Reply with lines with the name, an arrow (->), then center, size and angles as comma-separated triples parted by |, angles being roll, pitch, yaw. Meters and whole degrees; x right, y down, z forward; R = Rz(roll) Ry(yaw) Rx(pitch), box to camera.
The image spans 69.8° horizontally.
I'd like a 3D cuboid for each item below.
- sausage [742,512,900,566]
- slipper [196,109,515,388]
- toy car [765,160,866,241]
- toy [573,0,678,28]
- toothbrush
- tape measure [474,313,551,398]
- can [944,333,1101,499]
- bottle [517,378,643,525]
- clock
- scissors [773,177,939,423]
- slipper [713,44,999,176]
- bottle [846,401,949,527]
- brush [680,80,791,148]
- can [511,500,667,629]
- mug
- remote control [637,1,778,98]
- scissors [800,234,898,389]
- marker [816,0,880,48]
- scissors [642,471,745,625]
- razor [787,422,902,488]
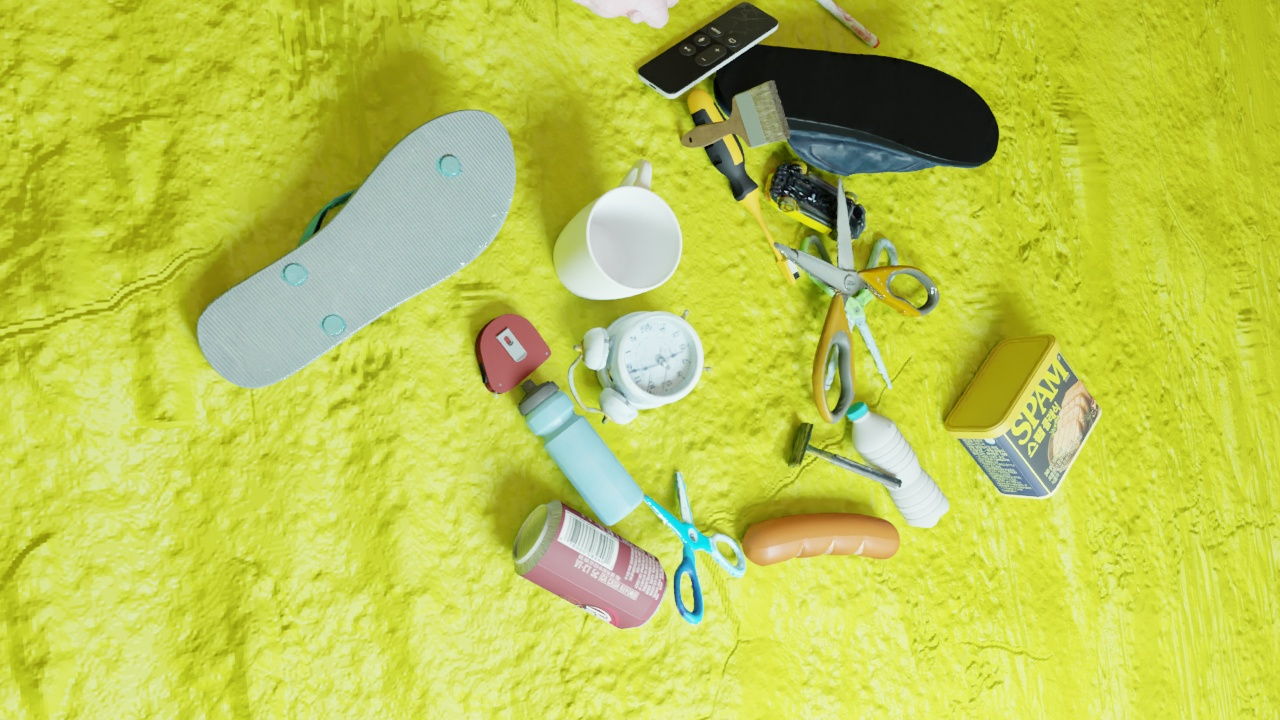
sausage -> 0.164, 0.160, 0.827 | 0.164, 0.039, 0.044 | 3, 81, -26
slipper -> -0.197, -0.078, 0.675 | 0.268, 0.055, 0.098 | -43, 107, -11
toy car -> 0.165, -0.146, 0.860 | 0.107, 0.030, 0.049 | 26, 67, -15
toy -> -0.010, -0.327, 0.782 | 0.093, 0.050, 0.102 | 33, 69, -17
toothbrush -> 0.094, -0.154, 0.830 | 0.030, 0.031, 0.197 | -35, 104, -21
tape measure -> -0.106, -0.007, 0.722 | 0.058, 0.019, 0.051 | -42, 103, -23
can -> 0.390, 0.058, 0.928 | 0.104, 0.075, 0.135 | 48, 67, -17
bottle -> -0.051, 0.068, 0.721 | 0.040, 0.040, 0.130 | -38, 90, -24
clock -> -0.004, 0.004, 0.751 | 0.117, 0.057, 0.083 | -23, 96, -19
scissors -> 0.198, -0.049, 0.851 | 0.225, 0.016, 0.229 | 16, 85, -34
slipper -> 0.194, -0.221, 0.859 | 0.265, 0.084, 0.108 | 9, 63, -3
bottle -> 0.239, 0.097, 0.866 | 0.044, 0.044, 0.136 | -42, 103, -23
brush -> 0.071, -0.193, 0.757 | 0.008, 0.143, 0.045 | -27, 105, -25
can -> -0.039, 0.160, 0.714 | 0.114, 0.063, 0.063 | 33, 72, -20
mug -> -0.019, -0.104, 0.735 | 0.081, 0.088, 0.114 | 19, 77, -23
remote control -> 0.062, -0.280, 0.823 | 0.146, 0.008, 0.045 | -39, 66, -24
scissors -> 0.211, -0.051, 0.883 | 0.165, 0.024, 0.171 | -36, 103, -30
marker -> 0.182, -0.352, 0.899 | 0.142, 0.013, 0.012 | 31, 73, -21
scissors -> 0.044, 0.157, 0.753 | 0.134, 0.011, 0.139 | 46, 34, -27
razor -> 0.189, 0.095, 0.838 | 0.106, 0.026, 0.042 | 22, 73, -5
